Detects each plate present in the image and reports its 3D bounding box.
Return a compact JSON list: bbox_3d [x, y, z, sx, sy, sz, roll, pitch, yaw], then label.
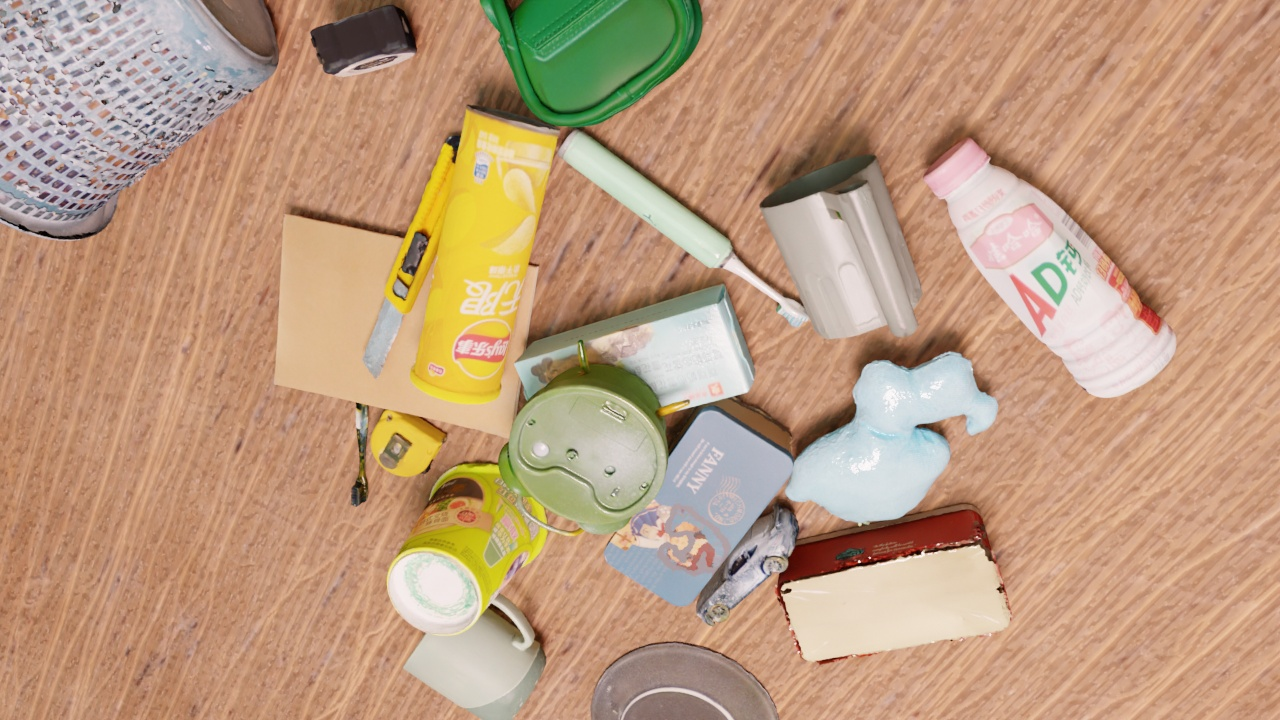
[{"bbox_3d":[0.038,0.342,0.846,0.179,0.024,0.180,4,112,11],"label":"plate"}]

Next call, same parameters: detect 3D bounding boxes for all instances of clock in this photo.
[{"bbox_3d":[-0.042,0.072,0.689,0.116,0.056,0.162,30,117,-4],"label":"clock"}]

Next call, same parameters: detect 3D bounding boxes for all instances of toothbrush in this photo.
[{"bbox_3d":[0.035,-0.096,0.680,0.224,0.026,0.027,36,143,-3],"label":"toothbrush"},{"bbox_3d":[-0.244,0.045,0.798,0.012,0.017,0.186,12,112,11],"label":"toothbrush"}]

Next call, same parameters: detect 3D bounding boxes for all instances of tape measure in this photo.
[{"bbox_3d":[-0.196,-0.228,0.658,0.066,0.066,0.033,-16,104,0],"label":"tape measure"},{"bbox_3d":[-0.205,0.073,0.795,0.060,0.028,0.057,34,114,-1],"label":"tape measure"}]

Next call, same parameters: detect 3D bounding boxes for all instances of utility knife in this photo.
[{"bbox_3d":[-0.175,-0.079,0.720,0.033,0.015,0.215,27,104,2],"label":"utility knife"}]

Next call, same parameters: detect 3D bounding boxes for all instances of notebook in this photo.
[{"bbox_3d":[-0.196,-0.027,0.753,0.211,0.012,0.150,12,109,3],"label":"notebook"}]

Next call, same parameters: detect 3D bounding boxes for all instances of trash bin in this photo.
[{"bbox_3d":[-0.375,-0.225,0.636,0.195,0.226,0.226,-24,104,6],"label":"trash bin"}]

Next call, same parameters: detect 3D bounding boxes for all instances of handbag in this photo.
[{"bbox_3d":[-0.032,-0.228,0.621,0.131,0.067,0.120,-32,100,21],"label":"handbag"}]

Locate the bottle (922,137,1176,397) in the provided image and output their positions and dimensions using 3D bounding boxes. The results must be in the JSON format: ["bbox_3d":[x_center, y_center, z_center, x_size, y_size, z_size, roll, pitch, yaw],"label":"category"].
[{"bbox_3d":[0.270,-0.064,0.620,0.197,0.068,0.068,46,113,-4],"label":"bottle"}]

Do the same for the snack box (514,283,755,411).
[{"bbox_3d":[-0.004,0.004,0.711,0.175,0.051,0.074,-16,107,18],"label":"snack box"}]

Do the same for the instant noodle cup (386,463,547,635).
[{"bbox_3d":[-0.148,0.160,0.763,0.112,0.123,0.112,4,111,11],"label":"instant noodle cup"}]

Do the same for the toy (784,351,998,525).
[{"bbox_3d":[0.187,0.067,0.694,0.161,0.049,0.156,-8,118,10],"label":"toy"}]

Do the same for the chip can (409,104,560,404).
[{"bbox_3d":[-0.117,-0.076,0.686,0.072,0.072,0.214,18,107,5],"label":"chip can"}]

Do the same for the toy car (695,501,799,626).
[{"bbox_3d":[0.085,0.168,0.753,0.037,0.054,0.121,36,115,-6],"label":"toy car"}]

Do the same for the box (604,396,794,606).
[{"bbox_3d":[0.050,0.105,0.734,0.090,0.061,0.185,30,115,-1],"label":"box"}]

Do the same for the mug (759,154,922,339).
[{"bbox_3d":[0.142,-0.073,0.614,0.084,0.124,0.103,-25,107,1],"label":"mug"}]

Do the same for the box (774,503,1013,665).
[{"bbox_3d":[0.197,0.183,0.722,0.168,0.076,0.091,-17,106,18],"label":"box"}]

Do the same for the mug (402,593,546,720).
[{"bbox_3d":[-0.139,0.258,0.822,0.106,0.082,0.112,34,111,-1],"label":"mug"}]
